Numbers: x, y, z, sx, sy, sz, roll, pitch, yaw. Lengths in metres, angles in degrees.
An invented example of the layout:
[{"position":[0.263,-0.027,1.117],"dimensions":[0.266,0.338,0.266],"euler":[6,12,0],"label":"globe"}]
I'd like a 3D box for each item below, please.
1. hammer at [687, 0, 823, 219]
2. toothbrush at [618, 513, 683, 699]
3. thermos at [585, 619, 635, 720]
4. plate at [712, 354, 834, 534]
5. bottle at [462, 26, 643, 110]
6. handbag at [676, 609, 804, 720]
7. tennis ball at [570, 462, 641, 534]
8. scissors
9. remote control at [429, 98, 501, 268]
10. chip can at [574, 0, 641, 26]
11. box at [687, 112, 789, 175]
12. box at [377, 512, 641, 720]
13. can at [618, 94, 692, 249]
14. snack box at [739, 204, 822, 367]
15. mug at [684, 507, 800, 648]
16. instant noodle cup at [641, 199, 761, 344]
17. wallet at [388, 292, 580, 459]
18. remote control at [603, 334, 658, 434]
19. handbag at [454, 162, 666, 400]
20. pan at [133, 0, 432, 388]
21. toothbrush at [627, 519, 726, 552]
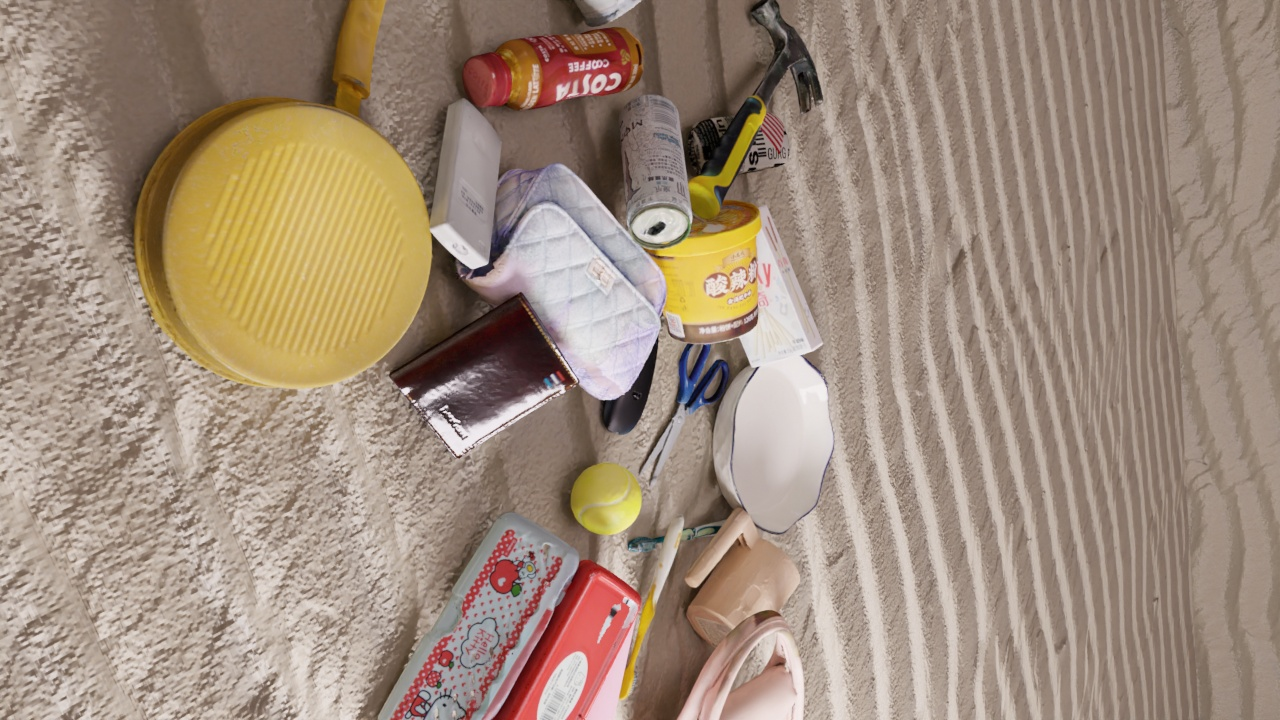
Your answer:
[{"position":[0.118,-0.253,0.951],"dimensions":[0.126,0.032,0.322],"euler":[48,47,-23],"label":"hammer"},{"position":[0.012,0.246,0.919],"dimensions":[0.018,0.016,0.191],"euler":[28,79,-59],"label":"toothbrush"},{"position":[-0.045,0.307,0.836],"dimensions":[0.087,0.067,0.198],"euler":[19,77,-36],"label":"thermos"},{"position":[0.152,0.092,1.052],"dimensions":[0.204,0.046,0.205],"euler":[-2,93,-48],"label":"plate"},{"position":[-0.073,-0.248,0.784],"dimensions":[0.174,0.058,0.057],"euler":[-27,111,-43],"label":"bottle"},{"position":[0.093,0.352,0.914],"dimensions":[0.192,0.093,0.235],"euler":[-14,126,-44],"label":"handbag"},{"position":[-0.032,0.127,0.843],"dimensions":[0.065,0.066,0.065],"euler":[-3,94,-47],"label":"tennis ball"},{"position":[0.039,0.047,0.954],"dimensions":[0.172,0.012,0.133],"euler":[-32,116,-40],"label":"scissors"},{"position":[-0.135,-0.139,0.714],"dimensions":[0.056,0.019,0.135],"euler":[45,37,-50],"label":"remote control"},{"position":[-0.073,-0.392,0.766],"dimensions":[0.215,0.071,0.071],"euler":[52,56,-35],"label":"chip can"},{"position":[0.111,-0.233,0.989],"dimensions":[0.163,0.052,0.068],"euler":[-24,89,-43],"label":"box"},{"position":[-0.099,0.245,0.751],"dimensions":[0.161,0.058,0.200],"euler":[36,69,-17],"label":"box"},{"position":[0.013,-0.174,0.837],"dimensions":[0.058,0.058,0.146],"euler":[33,41,-43],"label":"can"},{"position":[0.124,-0.075,0.957],"dimensions":[0.026,0.085,0.157],"euler":[-28,97,-41],"label":"snack box"},{"position":[0.102,0.238,0.980],"dimensions":[0.103,0.084,0.125],"euler":[-46,121,-33],"label":"mug"},{"position":[0.064,-0.086,0.903],"dimensions":[0.118,0.119,0.114],"euler":[-32,123,-41],"label":"instant noodle cup"},{"position":[-0.122,0.014,0.733],"dimensions":[0.122,0.020,0.096],"euler":[-32,120,-3],"label":"wallet"},{"position":[-0.005,0.005,0.894],"dimensions":[0.053,0.024,0.136],"euler":[20,78,-47],"label":"remote control"},{"position":[-0.060,-0.069,0.794],"dimensions":[0.194,0.076,0.134],"euler":[43,62,-39],"label":"handbag"},{"position":[-0.218,-0.154,0.645],"dimensions":[0.197,0.078,0.357],"euler":[28,78,-48],"label":"pan"},{"position":[0.057,0.185,0.976],"dimensions":[0.191,0.018,0.016],"euler":[0,93,-46],"label":"toothbrush"}]
